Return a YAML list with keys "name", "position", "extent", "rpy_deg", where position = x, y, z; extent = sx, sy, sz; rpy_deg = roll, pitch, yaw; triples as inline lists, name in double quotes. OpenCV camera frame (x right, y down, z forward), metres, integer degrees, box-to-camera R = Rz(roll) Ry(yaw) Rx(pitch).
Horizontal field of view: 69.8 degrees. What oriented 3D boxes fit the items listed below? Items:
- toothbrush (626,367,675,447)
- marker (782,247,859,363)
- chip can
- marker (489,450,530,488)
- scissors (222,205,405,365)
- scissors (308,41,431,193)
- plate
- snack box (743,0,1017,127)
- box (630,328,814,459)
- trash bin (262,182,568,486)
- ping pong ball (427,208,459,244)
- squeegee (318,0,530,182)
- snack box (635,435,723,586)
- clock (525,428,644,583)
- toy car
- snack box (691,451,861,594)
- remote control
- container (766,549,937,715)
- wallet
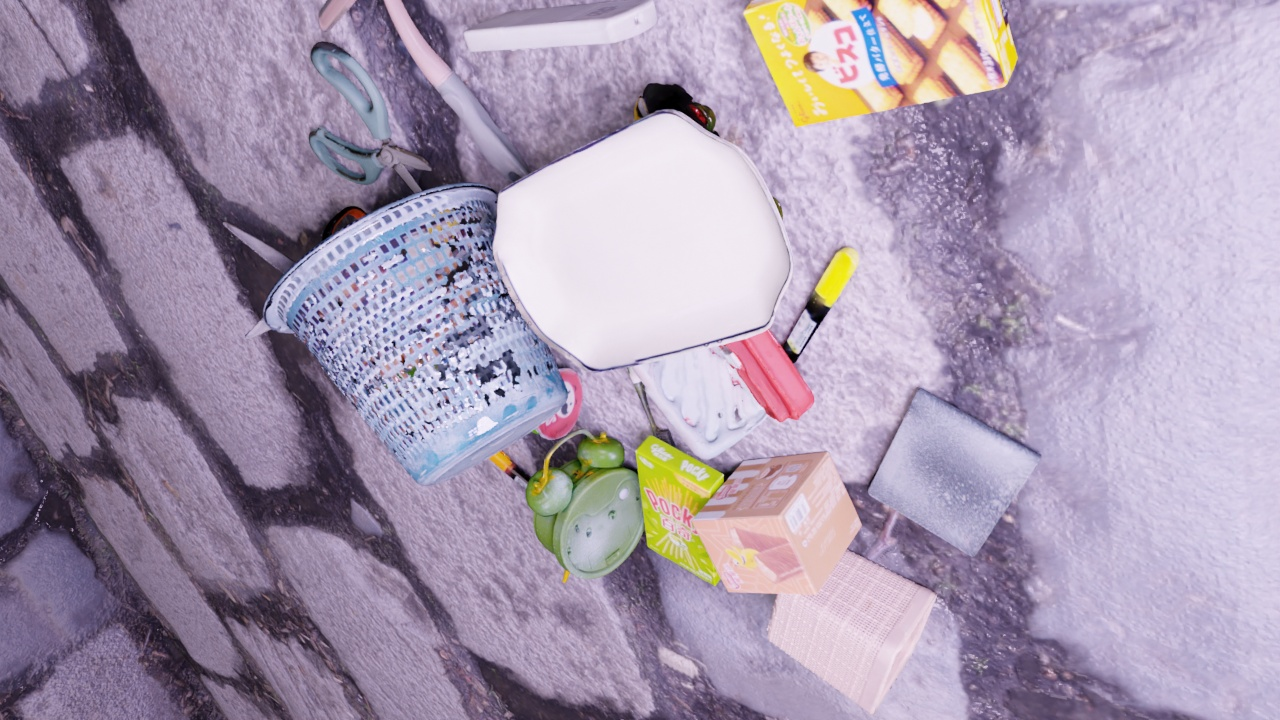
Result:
- name: "toothbrush"
  position: [-0.005, 0.005, 0.841]
  extent: [0.017, 0.012, 0.186]
  rpy_deg: [-6, 115, 36]
- name: "marker"
  position: [0.133, -0.039, 0.693]
  extent: [0.018, 0.015, 0.124]
  rpy_deg: [38, 140, 14]
- name: "chip can"
  position: [-0.172, 0.022, 0.948]
  extent: [0.236, 0.072, 0.072]
  rpy_deg: [12, 126, 34]
- name: "marker"
  position: [-0.135, 0.132, 1.042]
  extent: [0.124, 0.015, 0.018]
  rpy_deg: [39, 138, 7]
- name: "scissors"
  position: [-0.305, -0.068, 0.895]
  extent: [0.022, 0.233, 0.221]
  rpy_deg: [-20, 121, 28]
- name: "scissors"
  position: [-0.271, -0.231, 0.882]
  extent: [0.170, 0.019, 0.181]
  rpy_deg: [20, 137, 29]
- name: "plate"
  position: [-0.004, -0.080, 0.655]
  extent: [0.266, 0.034, 0.162]
  rpy_deg: [-15, 108, 45]
- name: "snack box"
  position: [0.140, -0.194, 0.545]
  extent: [0.141, 0.033, 0.087]
  rpy_deg: [2, 138, 41]
- name: "box"
  position: [0.036, -0.019, 0.723]
  extent: [0.201, 0.100, 0.102]
  rpy_deg: [54, 175, -6]
- name: "trash bin"
  position: [-0.173, -0.009, 0.792]
  extent: [0.227, 0.225, 0.195]
  rpy_deg: [-37, 83, 48]
- name: "ping pong ball"
  position: [-0.194, -0.132, 0.880]
  extent: [0.040, 0.040, 0.040]
  rpy_deg: [22, 131, 27]
- name: "squeegee"
  position: [-0.167, -0.248, 0.776]
  extent: [0.248, 0.040, 0.249]
  rpy_deg: [-24, 103, 46]
- name: "snack box"
  position: [0.040, 0.145, 0.871]
  extent: [0.086, 0.026, 0.157]
  rpy_deg: [26, 143, 28]
- name: "clock"
  position: [-0.054, 0.139, 0.905]
  extent: [0.056, 0.115, 0.161]
  rpy_deg: [21, 134, 41]
- name: "toy car"
  position: [0.047, -0.129, 0.658]
  extent: [0.041, 0.071, 0.156]
  rpy_deg: [-30, 96, 45]
- name: "snack box"
  position: [0.116, 0.137, 0.774]
  extent: [0.095, 0.092, 0.077]
  rpy_deg: [-12, 111, 44]
- name: "remote control"
  position: [-0.060, -0.244, 0.674]
  extent: [0.150, 0.058, 0.021]
  rpy_deg: [11, 128, 35]
- name: "container"
  position: [0.178, 0.223, 0.790]
  extent: [0.111, 0.090, 0.090]
  rpy_deg: [28, 134, 26]
- name: "wallet"
  position: [0.233, 0.087, 0.697]
  extent: [0.097, 0.019, 0.121]
  rpy_deg: [32, 137, 21]
